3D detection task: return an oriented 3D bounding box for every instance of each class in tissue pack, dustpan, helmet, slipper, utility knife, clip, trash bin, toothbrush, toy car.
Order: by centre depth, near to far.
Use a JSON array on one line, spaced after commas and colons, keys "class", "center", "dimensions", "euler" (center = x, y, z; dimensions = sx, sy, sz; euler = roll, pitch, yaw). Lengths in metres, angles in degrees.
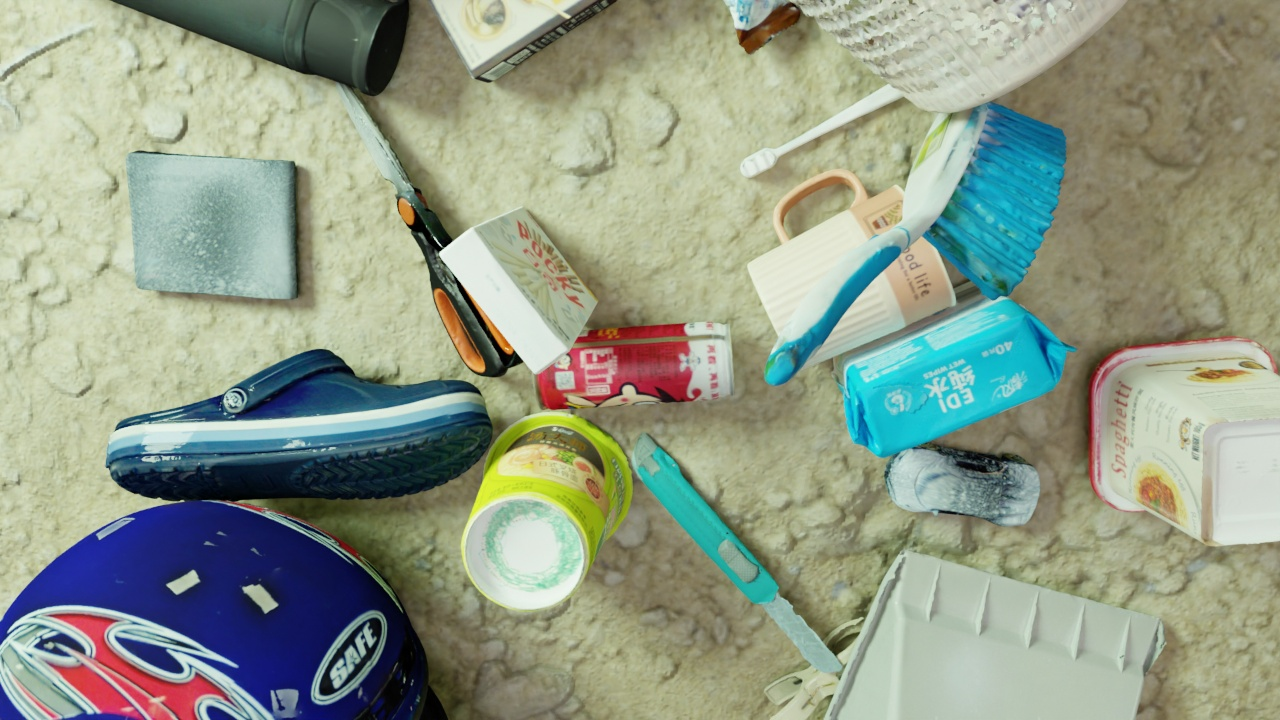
[{"class": "trash bin", "center": [0.153, -0.249, 0.478], "dimensions": [0.228, 0.227, 0.192], "euler": [-43, 110, 13]}, {"class": "tissue pack", "center": [0.192, 0.005, 0.588], "dimensions": [0.140, 0.090, 0.063], "euler": [-25, 108, 10]}, {"class": "toothbrush", "center": [0.146, -0.164, 0.588], "dimensions": [0.180, 0.016, 0.016], "euler": [-27, 102, 10]}, {"class": "helmet", "center": [-0.255, 0.224, 0.594], "dimensions": [0.315, 0.246, 0.241], "euler": [23, 123, 5]}, {"class": "slipper", "center": [-0.229, 0.044, 0.635], "dimensions": [0.252, 0.105, 0.095], "euler": [-6, 68, -5]}, {"class": "toy car", "center": [0.224, 0.087, 0.638], "dimensions": [0.105, 0.031, 0.049], "euler": [9, 104, 3]}, {"class": "utility knife", "center": [0.067, 0.140, 0.656], "dimensions": [0.029, 0.013, 0.219], "euler": [-43, 88, 12]}, {"class": "clip", "center": [0.135, 0.233, 0.675], "dimensions": [0.100, 0.074, 0.035], "euler": [-37, 99, 10]}, {"class": "dustpan", "center": [0.228, 0.288, 0.677], "dimensions": [0.222, 0.143, 0.257], "euler": [17, 77, -12]}]

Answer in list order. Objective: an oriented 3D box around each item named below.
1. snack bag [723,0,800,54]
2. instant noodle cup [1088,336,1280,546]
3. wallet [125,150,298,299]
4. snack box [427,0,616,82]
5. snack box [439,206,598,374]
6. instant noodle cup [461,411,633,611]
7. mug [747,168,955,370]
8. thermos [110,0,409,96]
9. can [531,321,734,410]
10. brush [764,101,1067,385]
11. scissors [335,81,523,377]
[{"class": "snack bag", "center": [0.057, -0.245, 0.569], "dimensions": [0.045, 0.026, 0.105], "euler": [-35, 100, -8]}, {"class": "instant noodle cup", "center": [0.357, 0.053, 0.570], "dimensions": [0.117, 0.124, 0.116], "euler": [-6, 104, 5]}, {"class": "wallet", "center": [-0.298, -0.094, 0.641], "dimensions": [0.121, 0.019, 0.097], "euler": [4, 102, 5]}, {"class": "snack box", "center": [-0.077, -0.254, 0.564], "dimensions": [0.126, 0.053, 0.113], "euler": [-28, 100, 10]}, {"class": "snack box", "center": [-0.069, -0.049, 0.562], "dimensions": [0.027, 0.156, 0.084], "euler": [-36, 99, 11]}, {"class": "instant noodle cup", "center": [-0.065, 0.105, 0.617], "dimensions": [0.112, 0.123, 0.112], "euler": [1, 104, 4]}, {"class": "mug", "center": [0.126, -0.064, 0.588], "dimensions": [0.106, 0.081, 0.114], "euler": [-26, 74, 11]}, {"class": "thermos", "center": [-0.269, -0.248, 0.582], "dimensions": [0.242, 0.068, 0.089], "euler": [20, 73, -3]}, {"class": "can", "center": [-0.004, 0.004, 0.623], "dimensions": [0.133, 0.053, 0.053], "euler": [-4, 104, 5]}, {"class": "brush", "center": [0.155, -0.065, 0.485], "dimensions": [0.109, 0.313, 0.061], "euler": [37, 140, -8]}, {"class": "scissors", "center": [-0.134, -0.095, 0.603], "dimensions": [0.139, 0.021, 0.235], "euler": [4, 118, 49]}]
